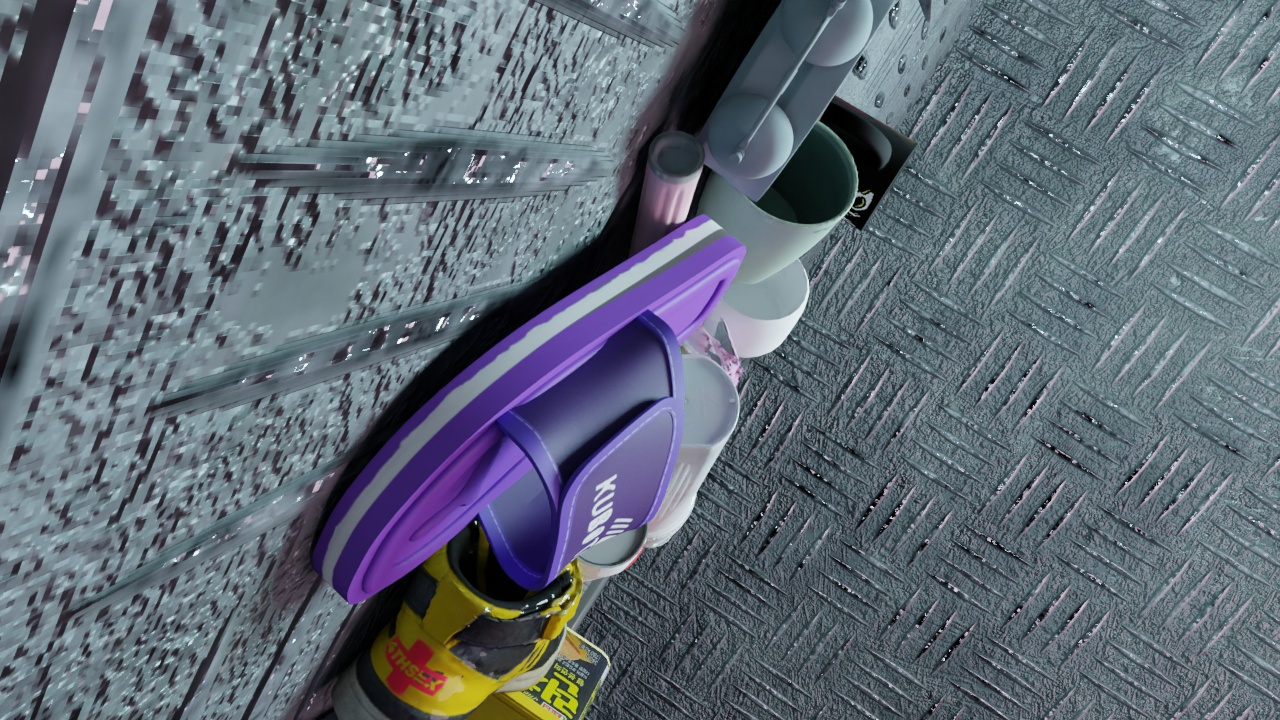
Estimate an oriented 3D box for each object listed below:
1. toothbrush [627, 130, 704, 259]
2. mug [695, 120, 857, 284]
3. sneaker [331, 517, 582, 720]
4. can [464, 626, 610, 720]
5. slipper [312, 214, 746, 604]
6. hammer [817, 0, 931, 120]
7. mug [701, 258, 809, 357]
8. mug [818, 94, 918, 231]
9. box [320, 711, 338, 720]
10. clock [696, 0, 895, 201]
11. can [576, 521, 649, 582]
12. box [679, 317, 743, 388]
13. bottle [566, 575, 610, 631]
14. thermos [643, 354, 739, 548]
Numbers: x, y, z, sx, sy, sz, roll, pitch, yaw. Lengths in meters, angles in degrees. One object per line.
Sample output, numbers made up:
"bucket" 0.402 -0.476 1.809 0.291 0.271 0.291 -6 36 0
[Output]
"toothbrush" 0.004 -0.053 0.522 0.027 0.026 0.223 -34 166 -19
"mug" 0.080 -0.112 0.597 0.104 0.084 0.111 125 -27 -66
"sneaker" -0.082 0.148 0.566 0.122 0.086 0.238 -54 169 9
"can" -0.098 0.233 0.668 0.073 0.131 0.100 -60 174 23
"slipper" -0.012 0.027 0.417 0.265 0.084 0.107 -41 167 -43
"hammer" 0.123 -0.187 0.628 0.318 0.028 0.146 117 -15 -62
"mug" 0.086 -0.050 0.800 0.115 0.094 0.068 -28 161 -24
"mug" 0.162 -0.170 0.740 0.082 0.098 0.118 -56 172 -4
"box" -0.195 0.256 0.499 0.125 0.043 0.209 -58 171 -1
"clock" 0.073 -0.139 0.450 0.123 0.045 0.159 -56 -179 21
"can" -0.046 0.121 0.647 0.070 0.070 0.132 -53 -174 -26
"box" 0.040 0.035 0.779 0.070 0.084 0.231 -38 159 -26
"bottle" -0.059 0.159 0.778 0.173 0.084 0.046 -54 171 -25
"thermos" 0.010 0.069 0.680 0.099 0.099 0.221 -52 173 -27
